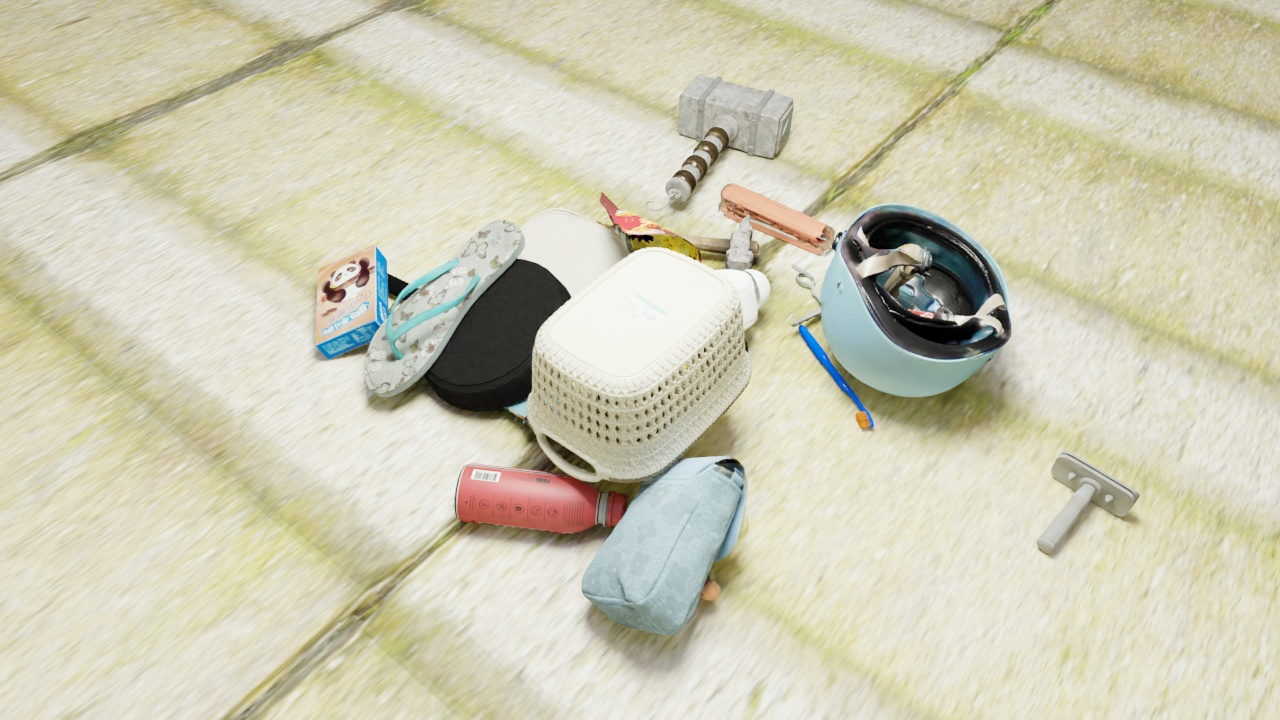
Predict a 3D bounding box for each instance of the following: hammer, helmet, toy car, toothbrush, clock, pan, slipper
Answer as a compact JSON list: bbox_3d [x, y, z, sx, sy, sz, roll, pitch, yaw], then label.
[{"bbox_3d":[0.105,-0.324,1.420,0.177,0.080,0.325,19,49,17],"label":"hammer"},{"bbox_3d":[0.318,-0.069,1.108,0.225,0.167,0.264,29,51,0],"label":"helmet"},{"bbox_3d":[-0.129,0.053,1.084,0.108,0.027,0.060,23,54,41],"label":"toy car"},{"bbox_3d":[0.237,0.017,1.135,0.018,0.016,0.182,-18,49,-11],"label":"toothbrush"},{"bbox_3d":[0.008,-0.173,1.286,0.319,0.049,0.121,7,43,2],"label":"hammer"},{"bbox_3d":[0.083,-0.078,1.153,0.126,0.073,0.160,4,26,37],"label":"clock"},{"bbox_3d":[-0.237,-0.064,1.151,0.356,0.044,0.203,24,72,31],"label":"pan"},{"bbox_3d":[-0.248,-0.078,1.104,0.098,0.055,0.268,27,71,34],"label":"slipper"}]

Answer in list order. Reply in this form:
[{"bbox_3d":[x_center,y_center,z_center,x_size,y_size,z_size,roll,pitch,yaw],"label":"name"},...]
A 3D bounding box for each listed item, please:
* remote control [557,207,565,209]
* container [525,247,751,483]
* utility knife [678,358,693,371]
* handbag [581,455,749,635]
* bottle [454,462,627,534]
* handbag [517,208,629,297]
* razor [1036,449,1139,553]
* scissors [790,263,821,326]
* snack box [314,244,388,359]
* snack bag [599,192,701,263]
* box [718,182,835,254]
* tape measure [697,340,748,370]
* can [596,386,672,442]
[{"bbox_3d":[-0.080,-0.180,1.322,0.136,0.011,0.050,30,52,23],"label":"remote control"},{"bbox_3d":[0.000,-0.002,0.954,0.185,0.143,0.245,29,53,26],"label":"container"},{"bbox_3d":[-0.007,0.007,1.142,0.151,0.017,0.030,-3,51,-10],"label":"utility knife"},{"bbox_3d":[0.038,0.183,0.908,0.122,0.118,0.191,-11,40,48],"label":"handbag"},{"bbox_3d":[-0.103,0.148,0.968,0.176,0.062,0.062,6,46,5],"label":"bottle"},{"bbox_3d":[-0.103,-0.080,1.187,0.201,0.093,0.199,33,74,27],"label":"handbag"},{"bbox_3d":[0.463,0.162,0.985,0.088,0.047,0.116,35,62,29],"label":"razor"},{"bbox_3d":[0.243,-0.081,1.228,0.141,0.014,0.174,-10,42,-20],"label":"scissors"},{"bbox_3d":[-0.371,-0.078,1.183,0.087,0.034,0.151,-22,47,7],"label":"snack box"},{"bbox_3d":[0.009,-0.141,1.133,0.139,0.067,0.208,36,6,-18],"label":"snack bag"},{"bbox_3d":[0.198,-0.208,1.334,0.187,0.056,0.059,27,19,21],"label":"box"},{"bbox_3d":[0.104,-0.013,1.145,0.062,0.034,0.061,34,46,25],"label":"tape measure"},{"bbox_3d":[-0.008,0.076,1.030,0.090,0.075,0.089,1,46,-1],"label":"can"}]
